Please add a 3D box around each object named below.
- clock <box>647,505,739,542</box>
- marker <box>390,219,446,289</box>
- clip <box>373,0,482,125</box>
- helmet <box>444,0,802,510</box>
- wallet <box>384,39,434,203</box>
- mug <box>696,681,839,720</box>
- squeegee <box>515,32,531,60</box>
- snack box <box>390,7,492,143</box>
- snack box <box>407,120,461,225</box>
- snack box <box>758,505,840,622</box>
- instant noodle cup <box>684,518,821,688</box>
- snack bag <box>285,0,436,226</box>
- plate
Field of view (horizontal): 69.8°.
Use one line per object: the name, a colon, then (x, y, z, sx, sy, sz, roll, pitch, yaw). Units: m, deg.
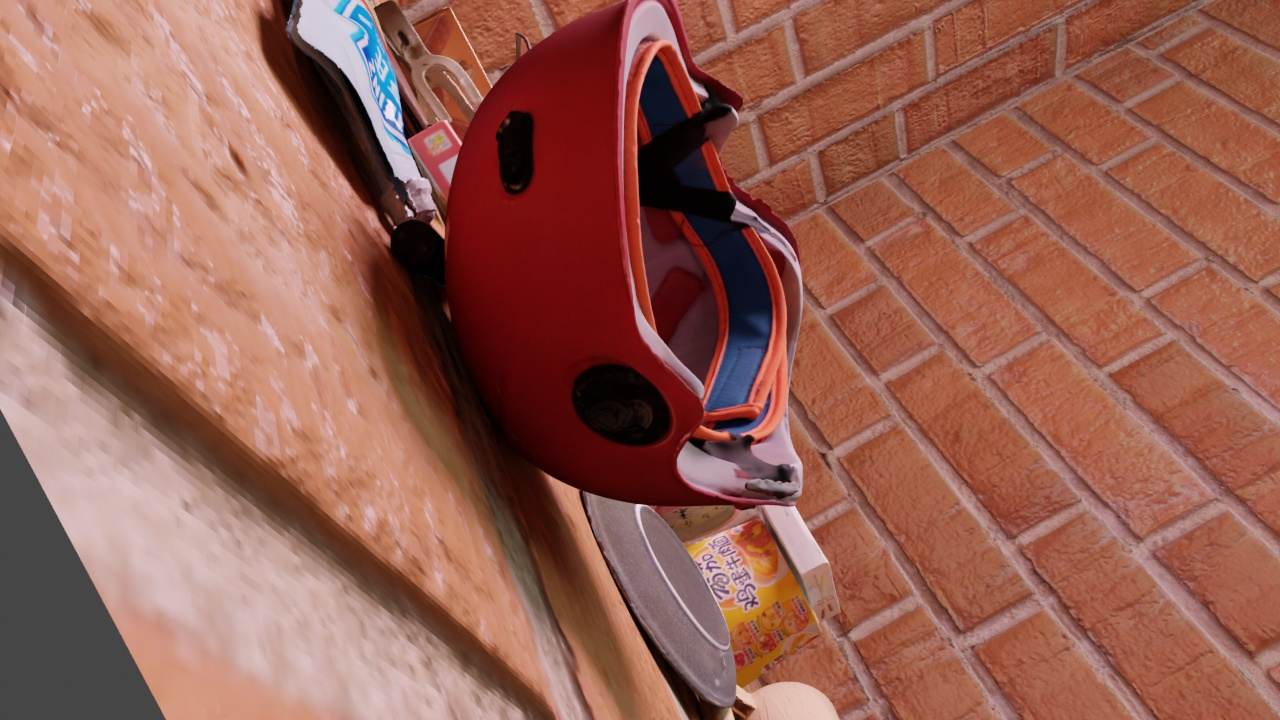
clock: (0.030, 0.113, 0.805, 0.158, 0.117, 0.059, 68, 6, -60)
marker: (-0.095, -0.047, 0.447, 0.132, 0.020, 0.022, 100, -13, -87)
clip: (-0.148, -0.194, 0.644, 0.103, 0.035, 0.093, 48, -12, 22)
helmet: (-0.016, -0.039, 0.420, 0.240, 0.144, 0.206, 58, 30, -43)
wallet: (-0.155, -0.158, 0.599, 0.124, 0.032, 0.101, 63, -4, -5)
mug: (0.094, 0.271, 0.623, 0.124, 0.084, 0.103, 37, 4, -9)
squeegee: (-0.085, -0.117, 0.743, 0.249, 0.040, 0.248, -104, -163, -62)
snack box: (-0.154, -0.202, 0.703, 0.094, 0.077, 0.092, 62, -2, -14)
snack box: (-0.096, -0.073, 0.555, 0.077, 0.027, 0.156, 57, -9, 11)
snack box: (0.137, 0.168, 0.794, 0.084, 0.027, 0.157, 62, -1, 32)
instant noodle cup: (0.080, 0.206, 0.774, 0.138, 0.110, 0.138, 63, 0, 0)
snack bag: (-0.140, -0.145, 0.444, 0.191, 0.039, 0.110, -119, -168, -45)
plate: (0.021, 0.150, 0.624, 0.179, 0.024, 0.179, 56, 6, -9)
